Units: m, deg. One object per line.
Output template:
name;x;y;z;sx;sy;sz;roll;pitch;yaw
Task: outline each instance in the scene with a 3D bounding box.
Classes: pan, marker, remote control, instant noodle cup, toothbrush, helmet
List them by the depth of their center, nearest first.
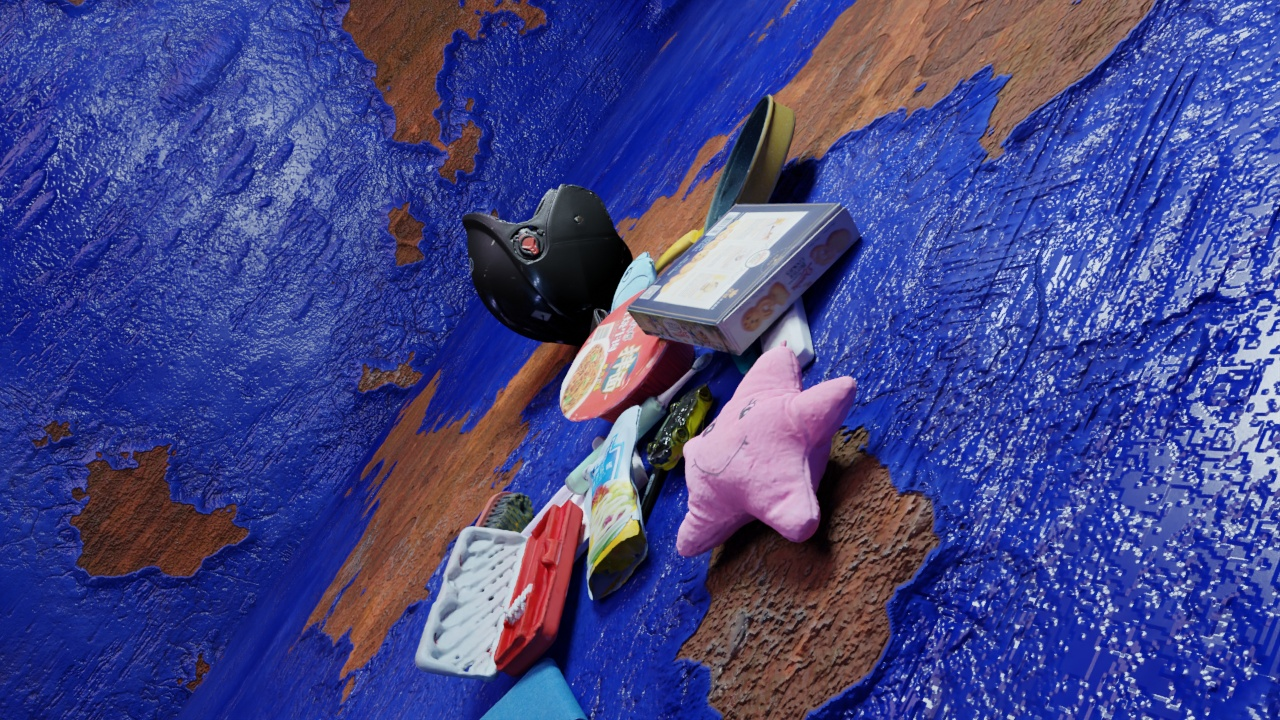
remote control;0.134;-0.023;0.859;0.049;0.024;0.124;-44;18;24
marker;0.016;0.113;0.907;0.018;0.015;0.123;-39;23;53
toothbrush;-0.002;0.068;0.991;0.225;0.026;0.027;-45;-11;19
instant noodle cup;-0.006;0.006;1.065;0.194;0.066;0.193;-37;29;25
toothbrush;-0.100;0.162;1.067;0.189;0.029;0.021;-50;52;8
pan;0.091;-0.189;1.202;0.359;0.078;0.197;119;170;-48
helmet;-0.149;-0.143;1.434;0.234;0.274;0.230;153;125;-76

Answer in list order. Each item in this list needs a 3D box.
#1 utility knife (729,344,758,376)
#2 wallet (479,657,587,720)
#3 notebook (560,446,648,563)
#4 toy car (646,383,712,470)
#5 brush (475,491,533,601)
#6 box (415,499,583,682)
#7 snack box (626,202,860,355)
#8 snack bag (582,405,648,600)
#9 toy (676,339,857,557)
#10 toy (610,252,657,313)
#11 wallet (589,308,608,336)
utility knife;0.102;-0.015;0.942;0.029;0.013;0.179;-50;17;13
wallet;-0.093;0.311;0.754;0.106;0.040;0.133;-46;14;-10
notebook;-0.072;0.175;1.014;0.209;0.012;0.150;-49;16;8
toy car;0.043;0.066;0.902;0.048;0.032;0.105;-34;19;46
brush;-0.183;0.220;1.125;0.069;0.063;0.145;-23;30;33
box;-0.129;0.226;0.905;0.155;0.074;0.200;-19;25;14
snack box;0.098;-0.089;0.931;0.177;0.046;0.183;-44;26;-16
snack bag;-0.027;0.133;0.896;0.190;0.039;0.110;-97;28;-57
toy;0.087;0.065;0.708;0.195;0.074;0.178;-25;41;56
toy;-0.014;-0.071;1.246;0.157;0.049;0.161;128;156;-48
wallet;-0.062;0.000;1.246;0.096;0.020;0.122;-104;25;-68
